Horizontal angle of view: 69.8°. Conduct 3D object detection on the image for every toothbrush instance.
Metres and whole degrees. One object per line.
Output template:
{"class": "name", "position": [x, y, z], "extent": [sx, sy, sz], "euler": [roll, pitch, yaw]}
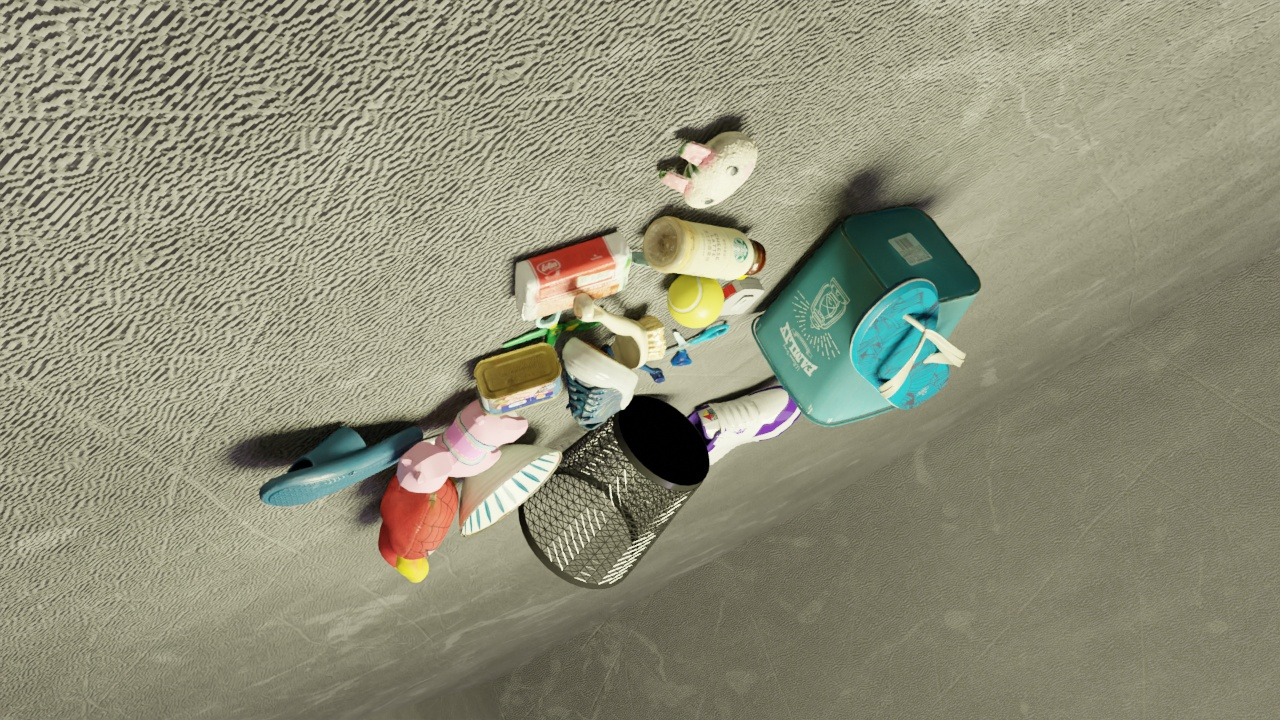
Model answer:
{"class": "toothbrush", "position": [-0.007, 0.007, 1.227], "extent": [0.016, 0.017, 0.190], "euler": [-32, 158, 15]}

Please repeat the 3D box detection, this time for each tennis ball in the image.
{"class": "tennis ball", "position": [0.063, -0.070, 1.054], "extent": [0.065, 0.065, 0.065], "euler": [-22, 159, -9]}

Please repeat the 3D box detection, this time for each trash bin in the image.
{"class": "trash bin", "position": [0.293, -0.064, 1.179], "extent": [0.198, 0.196, 0.219], "euler": [-14, 150, -29]}
{"class": "trash bin", "position": [-0.032, 0.190, 1.394], "extent": [0.216, 0.217, 0.244], "euler": [-2, 143, -46]}

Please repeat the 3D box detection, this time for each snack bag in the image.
{"class": "snack bag", "position": [-0.068, -0.083, 0.915], "extent": [0.115, 0.036, 0.077], "euler": [-19, 159, -16]}

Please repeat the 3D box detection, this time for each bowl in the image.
{"class": "bowl", "position": [-0.199, 0.162, 1.280], "extent": [0.177, 0.071, 0.177], "euler": [-39, 166, -12]}

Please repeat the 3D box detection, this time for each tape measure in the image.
{"class": "tape measure", "position": [0.122, -0.079, 1.163], "extent": [0.060, 0.020, 0.062], "euler": [-7, 152, -40]}

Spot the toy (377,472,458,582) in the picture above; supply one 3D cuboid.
{"class": "toy", "position": [-0.305, 0.217, 1.252], "extent": [0.098, 0.147, 0.217], "euler": [12, 150, -12]}

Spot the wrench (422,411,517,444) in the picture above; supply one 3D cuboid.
{"class": "wrench", "position": [-0.286, 0.111, 1.170], "extent": [0.273, 0.009, 0.047], "euler": [-17, 158, -21]}

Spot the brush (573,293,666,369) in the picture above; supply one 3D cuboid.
{"class": "brush", "position": [-0.024, -0.036, 1.005], "extent": [0.077, 0.062, 0.272], "euler": [-34, 167, 6]}

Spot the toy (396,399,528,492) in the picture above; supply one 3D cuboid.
{"class": "toy", "position": [-0.214, 0.101, 1.097], "extent": [0.123, 0.067, 0.157], "euler": [-46, 167, 27]}

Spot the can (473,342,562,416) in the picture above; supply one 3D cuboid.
{"class": "can", "position": [-0.140, 0.022, 1.050], "extent": [0.099, 0.054, 0.059], "euler": [-18, 162, -11]}

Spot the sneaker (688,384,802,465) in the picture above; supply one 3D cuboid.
{"class": "sneaker", "position": [0.151, 0.099, 1.544], "extent": [0.244, 0.091, 0.111], "euler": [-31, 150, 14]}

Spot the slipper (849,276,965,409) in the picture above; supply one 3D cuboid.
{"class": "slipper", "position": [0.317, 0.004, 1.072], "extent": [0.118, 0.060, 0.295], "euler": [-32, 147, 10]}

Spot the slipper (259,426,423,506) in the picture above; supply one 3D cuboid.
{"class": "slipper", "position": [-0.342, 0.114, 1.049], "extent": [0.104, 0.059, 0.213], "euler": [-35, 172, 35]}

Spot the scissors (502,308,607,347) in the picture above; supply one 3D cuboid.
{"class": "scissors", "position": [-0.095, -0.038, 1.028], "extent": [0.125, 0.011, 0.131], "euler": [-20, 161, -9]}

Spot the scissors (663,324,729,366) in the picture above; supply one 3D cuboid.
{"class": "scissors", "position": [0.062, -0.017, 1.254], "extent": [0.127, 0.014, 0.134], "euler": [-20, 160, -14]}

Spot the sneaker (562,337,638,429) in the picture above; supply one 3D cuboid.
{"class": "sneaker", "position": [-0.056, 0.039, 1.106], "extent": [0.079, 0.087, 0.235], "euler": [-57, 170, -9]}

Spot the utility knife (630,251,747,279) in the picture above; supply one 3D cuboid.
{"class": "utility knife", "position": [0.052, -0.108, 1.008], "extent": [0.202, 0.028, 0.020], "euler": [0, 142, -46]}

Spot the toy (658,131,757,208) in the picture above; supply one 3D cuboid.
{"class": "toy", "position": [0.072, -0.176, 0.845], "extent": [0.112, 0.050, 0.087], "euler": [0, 148, -39]}

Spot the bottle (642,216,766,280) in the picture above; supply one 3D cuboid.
{"class": "bottle", "position": [0.074, -0.115, 0.971], "extent": [0.161, 0.056, 0.057], "euler": [1, 147, -49]}
